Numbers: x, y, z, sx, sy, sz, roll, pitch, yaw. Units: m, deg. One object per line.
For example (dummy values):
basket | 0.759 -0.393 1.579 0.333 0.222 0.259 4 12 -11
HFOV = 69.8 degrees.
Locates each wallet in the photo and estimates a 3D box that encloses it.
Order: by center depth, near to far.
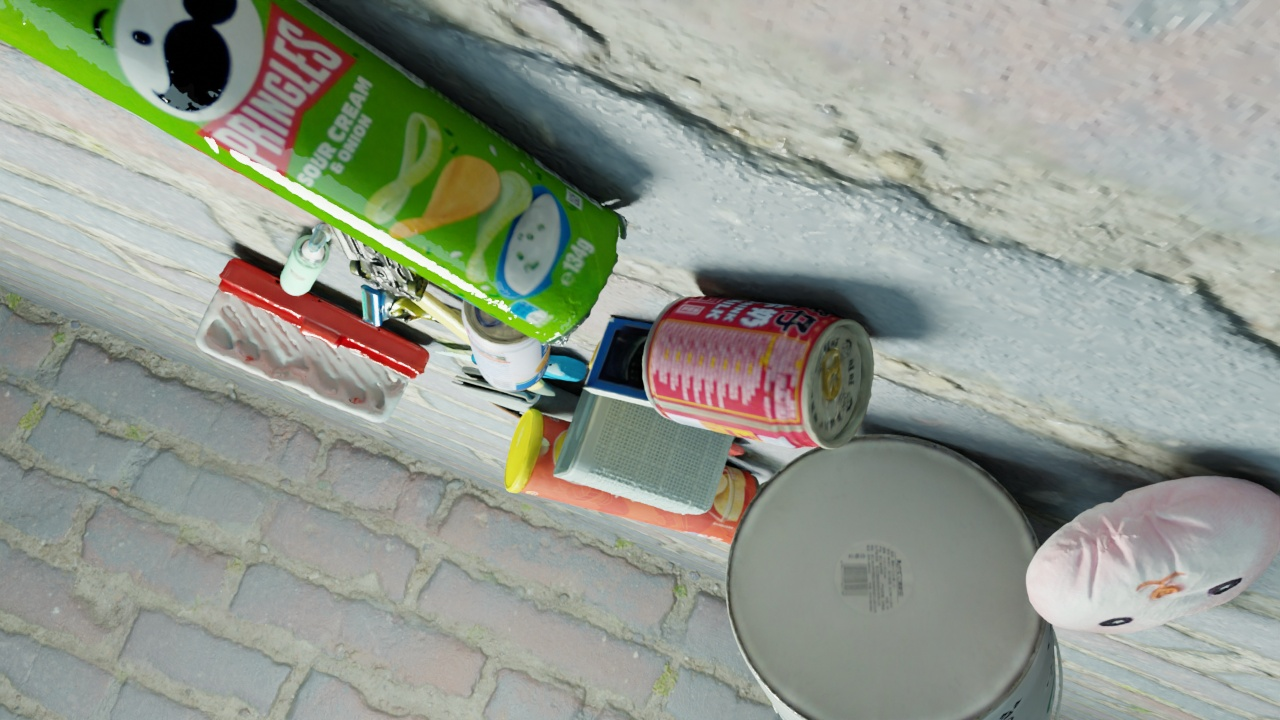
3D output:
wallet | -0.097 0.040 0.839 0.107 0.037 0.129 10 170 32

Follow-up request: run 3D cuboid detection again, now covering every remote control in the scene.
remote control | 0.022 0.007 0.539 0.125 0.049 0.024 12 166 36

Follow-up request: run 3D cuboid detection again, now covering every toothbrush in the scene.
toothbrush | -0.250 -0.076 0.690 0.026 0.027 0.225 34 163 -19

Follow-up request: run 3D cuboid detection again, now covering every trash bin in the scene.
trash bin | 0.176 0.182 0.632 0.230 0.229 0.252 15 159 26

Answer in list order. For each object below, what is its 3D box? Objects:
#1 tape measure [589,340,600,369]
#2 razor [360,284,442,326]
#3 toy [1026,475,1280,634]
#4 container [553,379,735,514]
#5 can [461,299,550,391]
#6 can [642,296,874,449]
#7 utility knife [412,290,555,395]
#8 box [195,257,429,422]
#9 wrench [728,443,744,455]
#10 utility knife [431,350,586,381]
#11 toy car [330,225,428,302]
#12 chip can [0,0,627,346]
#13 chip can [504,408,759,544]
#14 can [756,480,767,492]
tape measure | -0.004 0.004 0.606 0.060 0.029 0.057 13 164 33
razor | -0.148 -0.030 0.719 0.143 0.022 0.043 17 144 1
toy | 0.262 0.105 0.465 0.121 0.054 0.159 -27 144 21
container | 0.004 0.064 0.701 0.111 0.090 0.090 22 167 -10
can | -0.086 -0.018 0.601 0.053 0.053 0.135 22 166 0
can | 0.057 0.005 0.442 0.094 0.066 0.066 10 162 41
utility knife | -0.139 -0.028 0.681 0.031 0.021 0.201 -7 145 46
box | -0.314 -0.010 0.876 0.201 0.100 0.110 27 177 -20
wrench | 0.004 0.071 0.872 0.056 0.016 0.274 26 167 -33
utility knife | -0.123 0.000 0.794 0.034 0.018 0.235 16 173 -39
toy car | -0.153 -0.074 0.543 0.048 0.032 0.105 19 154 13
chip can | -0.113 -0.088 0.352 0.236 0.072 0.072 30 164 -31
chip can | -0.006 0.103 0.792 0.216 0.073 0.073 17 169 -20
can | 0.137 0.156 0.897 0.058 0.058 0.147 18 166 16
